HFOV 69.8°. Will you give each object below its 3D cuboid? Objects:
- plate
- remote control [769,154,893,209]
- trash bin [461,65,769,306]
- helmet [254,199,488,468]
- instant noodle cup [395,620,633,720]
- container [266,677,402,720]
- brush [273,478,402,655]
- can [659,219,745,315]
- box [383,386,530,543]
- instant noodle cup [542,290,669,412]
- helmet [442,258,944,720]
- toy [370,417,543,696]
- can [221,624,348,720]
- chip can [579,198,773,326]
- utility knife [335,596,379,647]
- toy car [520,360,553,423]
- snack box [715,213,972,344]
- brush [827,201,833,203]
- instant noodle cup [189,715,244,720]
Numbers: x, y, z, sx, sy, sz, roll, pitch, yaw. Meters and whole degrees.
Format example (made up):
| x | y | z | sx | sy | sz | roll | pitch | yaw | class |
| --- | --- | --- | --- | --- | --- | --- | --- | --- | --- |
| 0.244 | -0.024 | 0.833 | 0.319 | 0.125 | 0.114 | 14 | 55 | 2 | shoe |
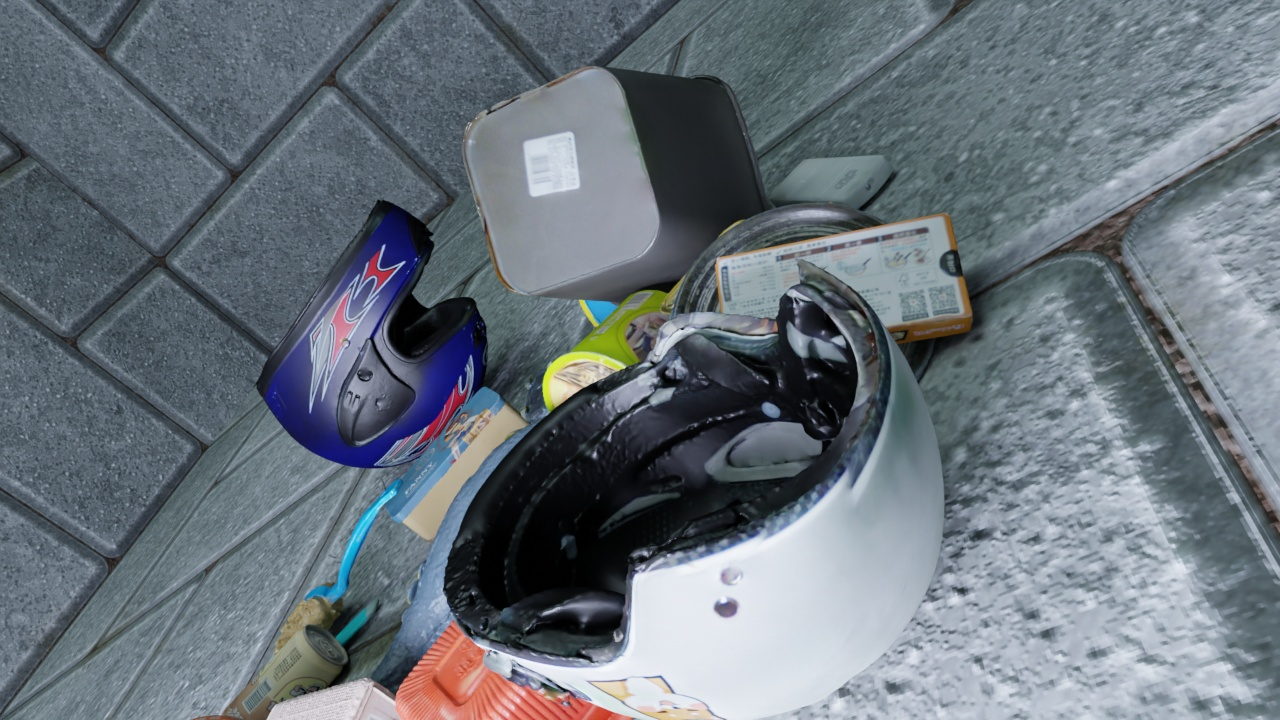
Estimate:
| x | y | z | sx | sy | sz | roll | pitch | yaw | class |
| --- | --- | --- | --- | --- | --- | --- | --- | --- | --- |
| 0.107 | -0.025 | 0.619 | 0.180 | 0.024 | 0.179 | -7 | 64 | 14 | plate |
| 0.174 | -0.163 | 0.852 | 0.058 | 0.021 | 0.150 | -47 | 21 | -5 | remote control |
| -0.021 | -0.150 | 0.800 | 0.199 | 0.198 | 0.219 | -16 | -1 | 26 | trash bin |
| -0.309 | -0.011 | 1.149 | 0.316 | 0.240 | 0.247 | -53 | 19 | 12 | helmet |
| -0.076 | 0.203 | 0.577 | 0.188 | 0.079 | 0.165 | -49 | 25 | -21 | instant noodle cup |
| -0.216 | 0.291 | 0.663 | 0.111 | 0.090 | 0.090 | -28 | 27 | 31 | container |
| -0.312 | 0.219 | 0.956 | 0.255 | 0.046 | 0.083 | -55 | 10 | 21 | brush |
| 0.081 | -0.047 | 0.731 | 0.102 | 0.083 | 0.057 | -49 | 21 | -8 | can |
| -0.197 | 0.116 | 0.979 | 0.184 | 0.061 | 0.090 | -49 | 21 | -13 | box |
| -0.005 | 0.005 | 0.780 | 0.112 | 0.111 | 0.123 | -25 | 20 | 42 | instant noodle cup |
| 0.038 | 0.088 | 0.468 | 0.275 | 0.157 | 0.229 | -27 | 24 | 45 | helmet |
| -0.090 | 0.119 | 0.730 | 0.357 | 0.091 | 0.137 | -46 | 22 | 13 | toy |
| -0.343 | 0.317 | 0.885 | 0.116 | 0.058 | 0.058 | -47 | 21 | -5 | can |
| 0.035 | -0.107 | 0.939 | 0.211 | 0.071 | 0.071 | -35 | 24 | 25 | chip can |
| -0.329 | 0.311 | 0.931 | 0.182 | 0.013 | 0.029 | -45 | 18 | -3 | utility knife |
| -0.101 | 0.037 | 0.981 | 0.043 | 0.034 | 0.090 | -35 | 26 | 18 | toy car |
| 0.127 | -0.043 | 0.591 | 0.154 | 0.026 | 0.075 | -10 | 64 | 14 | snack box |
| 0.116 | -0.047 | 0.681 | 0.145 | 0.073 | 0.063 | -49 | 20 | -9 | brush |
| -0.339 | 0.349 | 0.716 | 0.151 | 0.151 | 0.112 | -55 | 15 | -23 | instant noodle cup |
